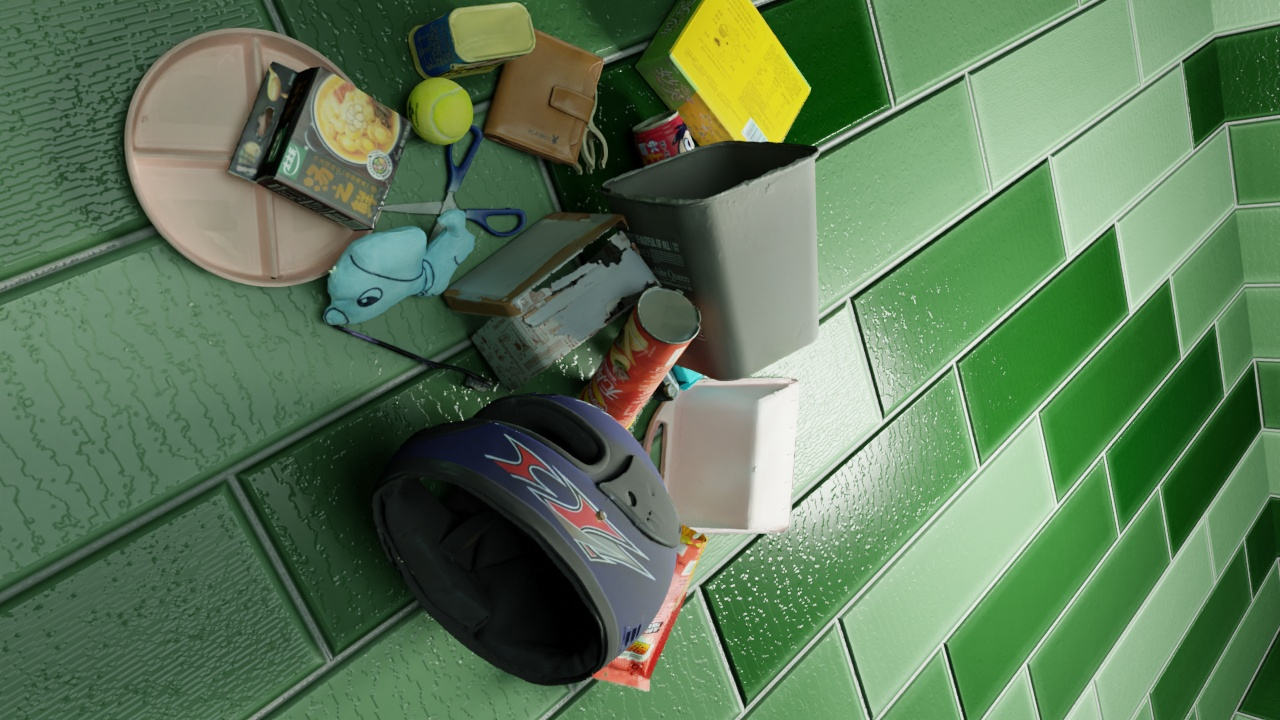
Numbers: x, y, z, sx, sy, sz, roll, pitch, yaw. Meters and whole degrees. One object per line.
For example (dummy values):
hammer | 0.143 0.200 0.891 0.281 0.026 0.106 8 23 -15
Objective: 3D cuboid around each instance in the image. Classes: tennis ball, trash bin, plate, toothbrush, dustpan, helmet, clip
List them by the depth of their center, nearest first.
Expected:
plate | -0.343 -0.182 0.836 0.229 0.028 0.229 -2 93 -39
tennis ball | -0.202 -0.251 0.923 0.065 0.066 0.065 -3 95 -39
helmet | -0.100 0.150 0.923 0.315 0.248 0.239 57 32 -23
toothbrush | -0.233 -0.001 0.948 0.189 0.014 0.017 24 90 -37
trash bin | 0.090 -0.114 1.028 0.198 0.199 0.220 -25 117 -27
clip | -0.066 -0.266 1.055 0.070 0.035 0.100 -11 95 -37
dustpan | 0.115 0.125 1.245 0.273 0.139 0.222 10 85 -67

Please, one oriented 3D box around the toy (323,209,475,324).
toy | -0.237 -0.091 0.895 0.161 0.050 0.156 -49 154 9

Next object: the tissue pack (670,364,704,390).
tissue pack | 0.058 -0.037 1.159 0.093 0.050 0.133 -39 116 -32

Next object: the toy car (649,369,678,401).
toy car | 0.015 0.013 1.133 0.034 0.043 0.090 -52 121 -32

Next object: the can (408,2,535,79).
can | -0.170 -0.325 0.932 0.101 0.083 0.057 -24 107 -36

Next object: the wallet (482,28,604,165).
wallet | -0.105 -0.289 1.007 0.107 0.031 0.131 18 82 -17

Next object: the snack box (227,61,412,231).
snack box | -0.287 -0.195 0.836 0.125 0.053 0.113 26 76 -43

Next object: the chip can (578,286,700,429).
chip can | -0.006 0.006 1.004 0.073 0.217 0.073 10 59 -16

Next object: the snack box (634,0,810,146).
snack box | 0.110 -0.360 1.168 0.210 0.070 0.157 43 67 -33

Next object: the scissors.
scissors | -0.194 -0.169 0.970 0.175 0.012 0.162 4 93 -38

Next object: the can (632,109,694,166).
can | 0.034 -0.249 1.115 0.066 0.067 0.094 -38 115 -31

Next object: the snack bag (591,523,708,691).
snack bag | 0.005 0.290 1.094 0.128 0.073 0.208 27 87 -40

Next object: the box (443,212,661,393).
box | -0.099 -0.081 0.973 0.180 0.147 0.148 -37 92 -32
